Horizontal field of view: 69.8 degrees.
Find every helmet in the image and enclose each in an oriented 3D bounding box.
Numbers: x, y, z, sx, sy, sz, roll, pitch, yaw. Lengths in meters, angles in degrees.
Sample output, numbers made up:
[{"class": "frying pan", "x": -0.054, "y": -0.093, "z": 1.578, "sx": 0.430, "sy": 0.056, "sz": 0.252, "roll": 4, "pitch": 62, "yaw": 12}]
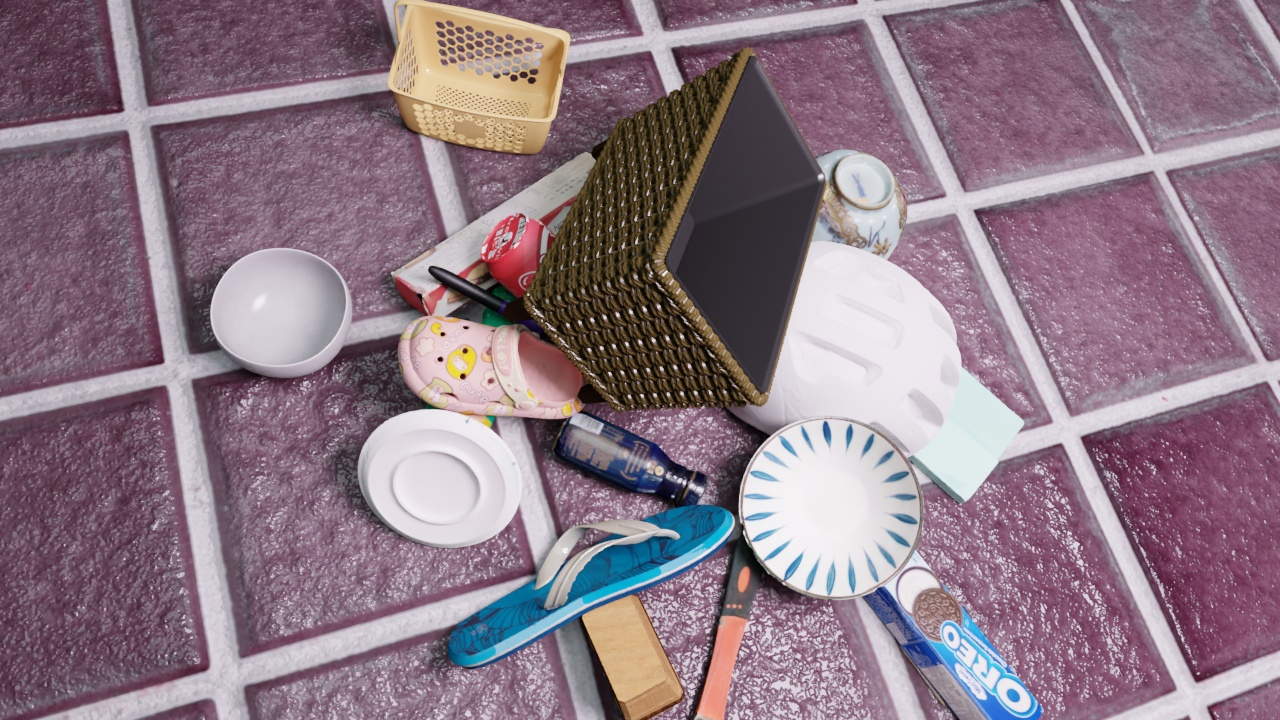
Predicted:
[{"class": "helmet", "x": 0.216, "y": -0.008, "z": 0.981, "sx": 0.282, "sy": 0.184, "sz": 0.224, "roll": 31, "pitch": 77, "yaw": -12}]

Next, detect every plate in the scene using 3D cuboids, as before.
[{"class": "plate", "x": -0.191, "y": 0.117, "z": 0.870, "sx": 0.157, "sy": 0.157, "sz": 0.014, "roll": 13, "pitch": 27, "yaw": -5}]

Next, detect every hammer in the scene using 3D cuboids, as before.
[{"class": "hammer", "x": 0.099, "y": 0.244, "z": 0.924, "sx": 0.133, "sy": 0.033, "sz": 0.332, "roll": 18, "pitch": 67, "yaw": -1}]

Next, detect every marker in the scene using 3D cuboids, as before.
[{"class": "marker", "x": -0.156, "y": -0.063, "z": 0.940, "sx": 0.134, "sy": 0.015, "sz": 0.018, "roll": 28, "pitch": 24, "yaw": -15}]

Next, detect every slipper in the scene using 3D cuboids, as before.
[{"class": "slipper", "x": -0.053, "y": 0.194, "z": 0.871, "sx": 0.294, "sy": 0.118, "sz": 0.060, "roll": -26, "pitch": 103, "yaw": -11}, {"class": "slipper", "x": -0.129, "y": 0.005, "z": 0.878, "sx": 0.197, "sy": 0.082, "sz": 0.093, "roll": 14, "pitch": 64, "yaw": -25}]

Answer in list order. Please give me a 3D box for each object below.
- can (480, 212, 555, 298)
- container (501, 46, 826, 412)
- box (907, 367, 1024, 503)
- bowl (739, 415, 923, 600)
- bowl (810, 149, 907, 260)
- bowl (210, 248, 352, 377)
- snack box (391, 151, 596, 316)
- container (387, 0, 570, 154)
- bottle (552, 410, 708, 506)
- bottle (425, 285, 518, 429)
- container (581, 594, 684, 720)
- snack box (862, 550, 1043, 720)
[{"class": "can", "x": -0.095, "y": -0.085, "z": 0.958, "sx": 0.142, "sy": 0.075, "sz": 0.074, "roll": 43, "pitch": 61, "yaw": -37}, {"class": "container", "x": 0.026, "y": -0.113, "z": 0.885, "sx": 0.176, "sy": 0.205, "sz": 0.320, "roll": 50, "pitch": 44, "yaw": -31}, {"class": "box", "x": 0.331, "y": 0.052, "z": 1.039, "sx": 0.186, "sy": 0.033, "sz": 0.136, "roll": 41, "pitch": 74, "yaw": 7}, {"class": "bowl", "x": 0.193, "y": 0.145, "z": 0.920, "sx": 0.177, "sy": 0.070, "sz": 0.177, "roll": -1, "pitch": 86, "yaw": 19}, {"class": "bowl", "x": 0.246, "y": -0.187, "z": 1.077, "sx": 0.160, "sy": 0.094, "sz": 0.159, "roll": 3, "pitch": 69, "yaw": -8}, {"class": "bowl", "x": -0.361, "y": -0.043, "z": 0.935, "sx": 0.131, "sy": 0.064, "sz": 0.131, "roll": 3, "pitch": 69, "yaw": -8}, {"class": "snack box", "x": -0.137, "y": -0.139, "z": 1.008, "sx": 0.272, "sy": 0.044, "sz": 0.077, "roll": -37, "pitch": 43, "yaw": -21}, {"class": "container", "x": -0.178, "y": -0.323, "z": 1.018, "sx": 0.183, "sy": 0.167, "sz": 0.129, "roll": 10, "pitch": 68, "yaw": -6}, {"class": "bottle", "x": -0.009, "y": 0.104, "z": 0.943, "sx": 0.161, "sy": 0.056, "sz": 0.056, "roll": 25, "pitch": 67, "yaw": 1}, {"class": "bottle", "x": -0.168, "y": 0.016, "z": 0.943, "sx": 0.068, "sy": 0.068, "sz": 0.209, "roll": 20, "pitch": 60, "yaw": -2}, {"class": "container", "x": -0.011, "y": 0.273, "z": 0.858, "sx": 0.063, "sy": 0.061, "sz": 0.114, "roll": -26, "pitch": 60, "yaw": -5}, {"class": "snack box", "x": 0.301, "y": 0.279, "z": 0.929, "sx": 0.059, "sy": 0.060, "sz": 0.226, "roll": -32, "pitch": 77, "yaw": -23}]
